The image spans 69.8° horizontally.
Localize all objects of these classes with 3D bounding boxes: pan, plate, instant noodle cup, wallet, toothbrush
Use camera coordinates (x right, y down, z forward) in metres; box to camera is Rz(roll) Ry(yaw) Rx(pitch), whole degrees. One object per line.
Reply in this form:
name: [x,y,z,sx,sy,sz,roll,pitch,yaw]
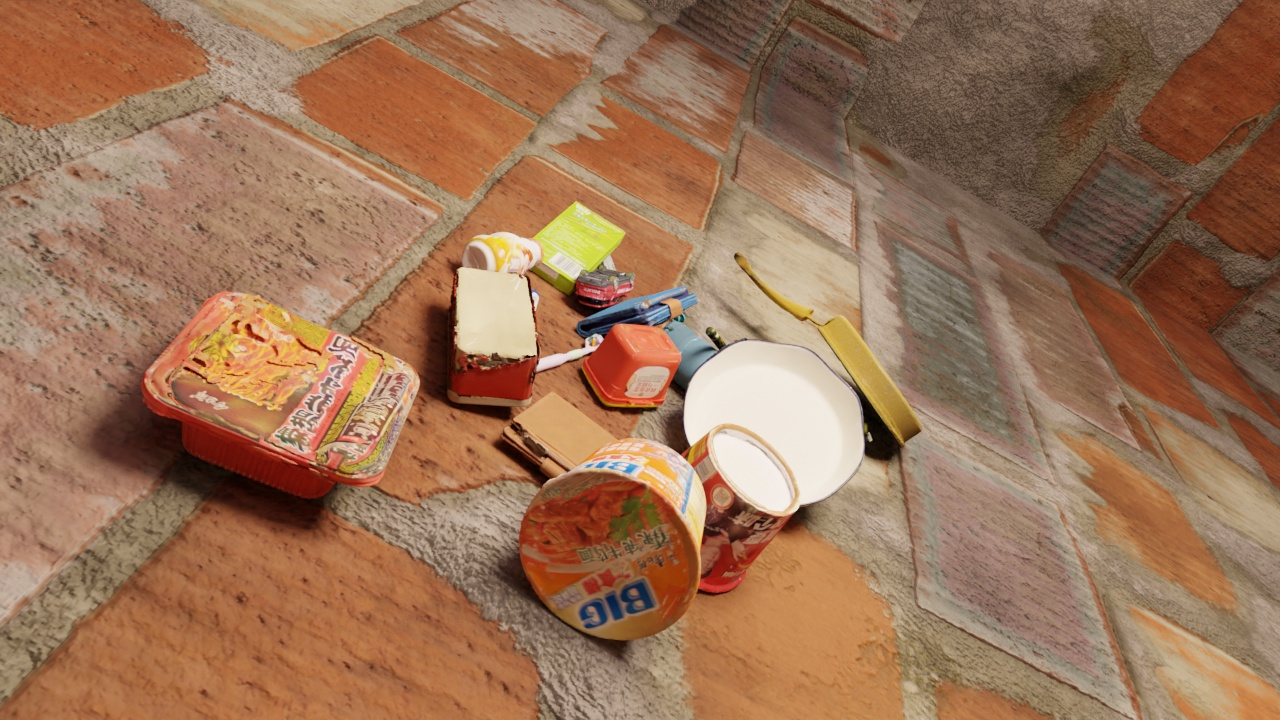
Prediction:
pan: [0.256,-0.028,1.272,0.357,0.078,0.197,57,10,15]
plate: [0.146,0.073,1.026,0.205,0.046,0.204,3,60,-5]
instant noodle cup: [-0.287,0.034,0.738,0.188,0.079,0.164,26,30,-12]
wallet: [-0.062,0.091,0.907,0.132,0.031,0.107,36,26,8]
toothbrush: [0.109,-0.008,1.140,0.017,0.012,0.186,52,4,23]
instant noodle cup: [0.078,0.135,0.877,0.138,0.109,0.137,27,33,-20]
instant noodle cup: [-0.013,0.140,0.773,0.151,0.152,0.111,33,22,3]
toothbrush: [-0.101,-0.001,1.019,0.029,0.021,0.188,13,20,32]
wallet: [-0.001,-0.059,1.134,0.132,0.107,0.040,-29,107,-56]

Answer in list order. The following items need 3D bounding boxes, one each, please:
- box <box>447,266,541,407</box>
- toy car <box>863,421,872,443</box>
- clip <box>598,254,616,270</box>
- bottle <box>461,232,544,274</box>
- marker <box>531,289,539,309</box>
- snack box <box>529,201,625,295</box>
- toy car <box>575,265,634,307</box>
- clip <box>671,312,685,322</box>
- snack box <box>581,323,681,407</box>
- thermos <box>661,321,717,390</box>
box: [-0.154,-0.035,0.942,0.091,0.079,0.168,5,34,-15]
toy car: [0.245,0.069,1.205,0.071,0.041,0.155,6,32,-20]
clip: [-0.045,-0.131,1.266,0.024,0.028,0.056,0,51,-35]
bottle: [-0.162,-0.124,1.104,0.063,0.063,0.108,42,32,18]
marker: [-0.133,-0.042,1.056,0.017,0.017,0.145,24,30,-13]
snack box: [-0.090,-0.152,1.223,0.086,0.026,0.156,33,41,3]
toy car: [-0.046,-0.095,1.179,0.053,0.045,0.120,16,17,16]
clip: [0.040,-0.071,1.262,0.041,0.014,0.056,-5,44,-45]
snack box: [-0.006,0.006,1.036,0.091,0.080,0.082,3,41,-40]
thermos: [0.103,0.036,1.108,0.220,0.070,0.070,41,31,16]
